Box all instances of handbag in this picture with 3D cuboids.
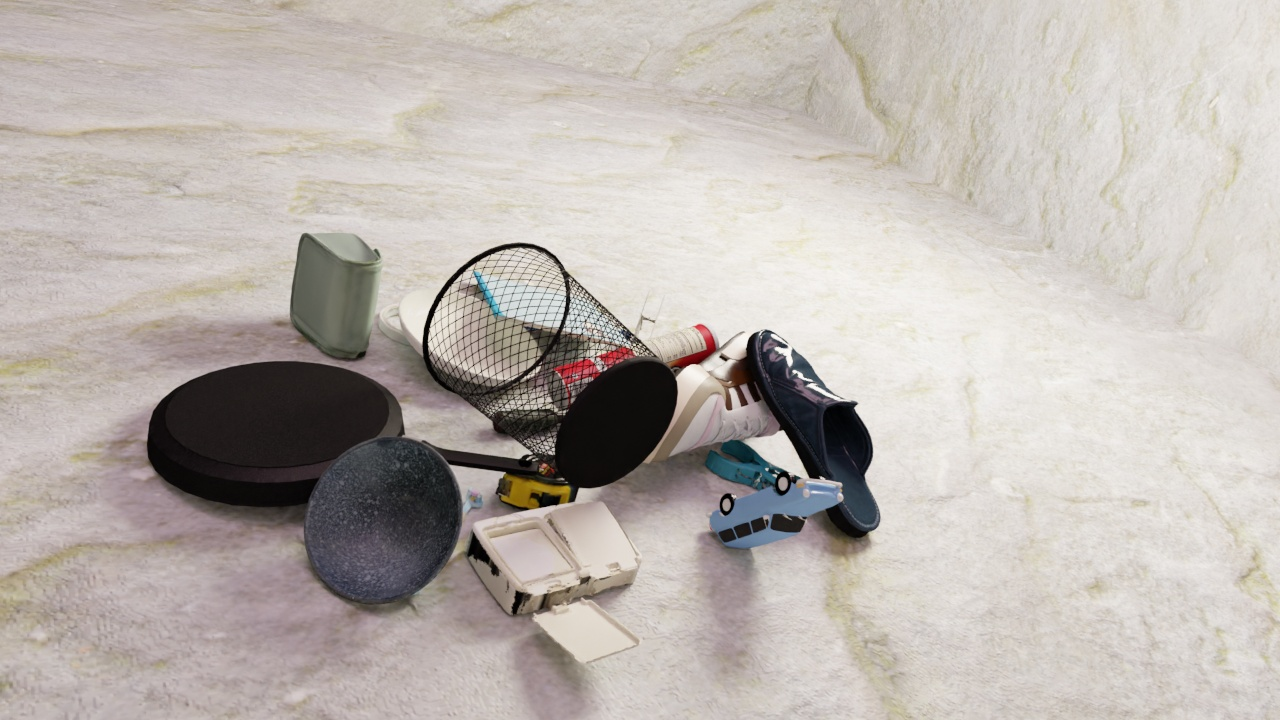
[{"bbox_3d":[-0.344,-0.078,1.052,0.067,0.122,0.106,-8,34,-46],"label":"handbag"}]

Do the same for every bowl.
[{"bbox_3d":[-0.206,0.137,0.771,0.137,0.137,0.057,27,-12,17],"label":"bowl"}]

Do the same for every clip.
[{"bbox_3d":[0.127,0.134,1.054,0.130,0.030,0.119,36,26,34],"label":"clip"},{"bbox_3d":[0.016,-0.040,1.289,0.052,0.101,0.059,14,-18,18],"label":"clip"}]

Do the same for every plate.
[{"bbox_3d":[-0.208,-0.021,1.105,0.182,0.034,0.182,24,25,-12],"label":"plate"}]

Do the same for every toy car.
[{"bbox_3d":[0.132,0.150,0.911,0.056,0.154,0.054,12,62,-33],"label":"toy car"}]

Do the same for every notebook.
[{"bbox_3d":[-0.125,-0.070,1.234,0.181,0.009,0.253,13,13,-20],"label":"notebook"}]

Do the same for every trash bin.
[{"bbox_3d":[-0.085,0.010,0.919,0.183,0.184,0.210,-8,36,-43],"label":"trash bin"}]

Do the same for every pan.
[{"bbox_3d":[-0.271,0.069,0.864,0.356,0.034,0.225,8,26,-4],"label":"pan"}]

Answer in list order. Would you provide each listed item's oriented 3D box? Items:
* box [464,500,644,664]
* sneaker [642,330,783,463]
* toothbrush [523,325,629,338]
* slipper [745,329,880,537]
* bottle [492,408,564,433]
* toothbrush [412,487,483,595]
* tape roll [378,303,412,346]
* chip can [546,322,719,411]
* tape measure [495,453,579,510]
[{"bbox_3d":[-0.050,0.191,0.803,0.143,0.044,0.184,-6,35,-41],"label":"box"},{"bbox_3d":[0.095,0.065,1.054,0.116,0.112,0.293,39,31,14],"label":"sneaker"},{"bbox_3d":[-0.087,-0.041,1.269,0.167,0.014,0.014,5,40,-28],"label":"toothbrush"},{"bbox_3d":[0.219,0.066,1.055,0.108,0.084,0.265,-2,60,-50],"label":"slipper"},{"bbox_3d":[-0.114,0.067,1.027,0.106,0.025,0.025,0,32,-34],"label":"bottle"},{"bbox_3d":[-0.173,0.159,0.818,0.022,0.016,0.154,57,21,-14],"label":"toothbrush"},{"bbox_3d":[-0.281,-0.045,1.149,0.093,0.013,0.093,15,25,-7],"label":"tape roll"},{"bbox_3d":[-0.007,0.006,1.099,0.214,0.052,0.052,-18,41,-27],"label":"chip can"},{"bbox_3d":[-0.097,0.123,0.911,0.072,0.042,0.071,17,18,8],"label":"tape measure"}]
